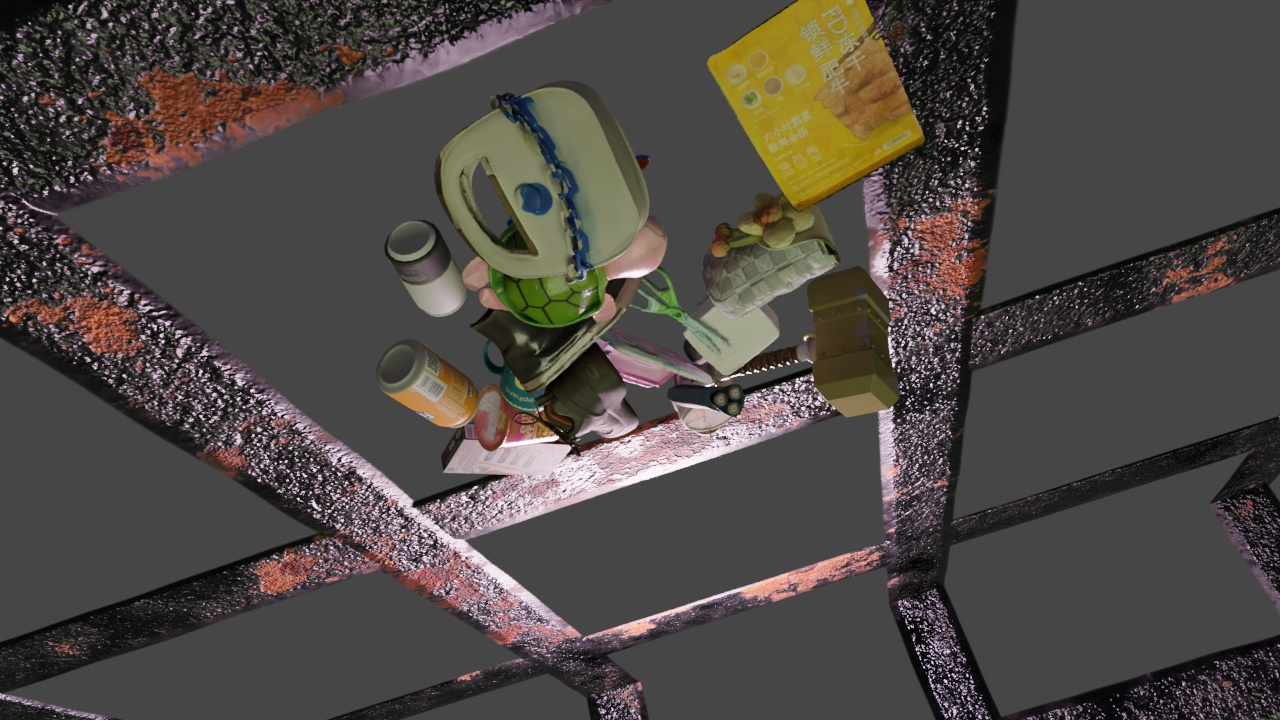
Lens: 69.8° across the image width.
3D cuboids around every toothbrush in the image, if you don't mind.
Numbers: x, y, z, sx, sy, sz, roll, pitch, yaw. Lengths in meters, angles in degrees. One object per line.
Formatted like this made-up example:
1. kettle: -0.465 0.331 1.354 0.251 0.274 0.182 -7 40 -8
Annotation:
1. toothbrush: -0.071 -0.191 1.043 0.183 0.018 0.016 -23 122 11

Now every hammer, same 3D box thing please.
1. hammer: 0.195 -0.001 1.340 0.326 0.190 0.100 -14 152 30

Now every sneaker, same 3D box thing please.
1. sneaker: -0.095 -0.079 1.141 0.235 0.095 0.120 -41 108 9
2. sneaker: -0.086 0.077 1.232 0.143 0.101 0.238 -34 159 -8

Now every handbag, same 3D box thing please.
1. handbag: 0.147 -0.135 1.140 0.172 0.112 0.123 -31 135 22
2. handbag: -0.106 -0.170 0.923 0.200 0.092 0.201 -23 109 17

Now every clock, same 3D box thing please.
1. clock: 0.108 0.085 1.496 0.103 0.061 0.157 -12 145 -6

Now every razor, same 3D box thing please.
1. razor: 0.093 0.054 1.345 0.052 0.047 0.143 7 178 -38

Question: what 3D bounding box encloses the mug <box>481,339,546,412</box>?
1. mug: -0.161 0.002 1.251 0.112 0.084 0.104 19 137 0

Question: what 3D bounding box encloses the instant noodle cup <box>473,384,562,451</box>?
1. instant noodle cup: -0.175 0.085 1.354 0.108 0.097 0.098 3 143 -39

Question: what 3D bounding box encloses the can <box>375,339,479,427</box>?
1. can: -0.283 0.034 1.235 0.079 0.079 0.142 -25 146 14

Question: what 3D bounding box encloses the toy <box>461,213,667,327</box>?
1. toy: -0.083 -0.107 1.038 0.238 0.087 0.190 -14 121 10

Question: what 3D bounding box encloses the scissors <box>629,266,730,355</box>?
1. scissors: 0.056 -0.065 1.221 0.175 0.032 0.078 31 121 -18

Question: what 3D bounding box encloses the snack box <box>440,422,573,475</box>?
1. snack box: -0.214 0.144 1.475 0.185 0.031 0.101 6 141 -30

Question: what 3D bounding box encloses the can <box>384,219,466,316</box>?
1. can: -0.244 -0.102 1.060 0.064 0.064 0.127 -16 147 0

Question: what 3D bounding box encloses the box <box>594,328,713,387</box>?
1. box: -0.005 -0.009 1.306 0.150 0.073 0.201 -9 159 44

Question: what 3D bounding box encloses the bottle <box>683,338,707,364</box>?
1. bottle: 0.116 -0.035 1.332 0.113 0.047 0.047 -29 145 20

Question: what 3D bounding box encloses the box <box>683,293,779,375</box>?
1. box: 0.124 -0.053 1.273 0.107 0.076 0.102 -40 106 22

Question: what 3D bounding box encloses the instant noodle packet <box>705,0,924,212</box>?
1. instant noodle packet: 0.184 -0.284 0.970 0.163 0.084 0.221 -27 140 17
